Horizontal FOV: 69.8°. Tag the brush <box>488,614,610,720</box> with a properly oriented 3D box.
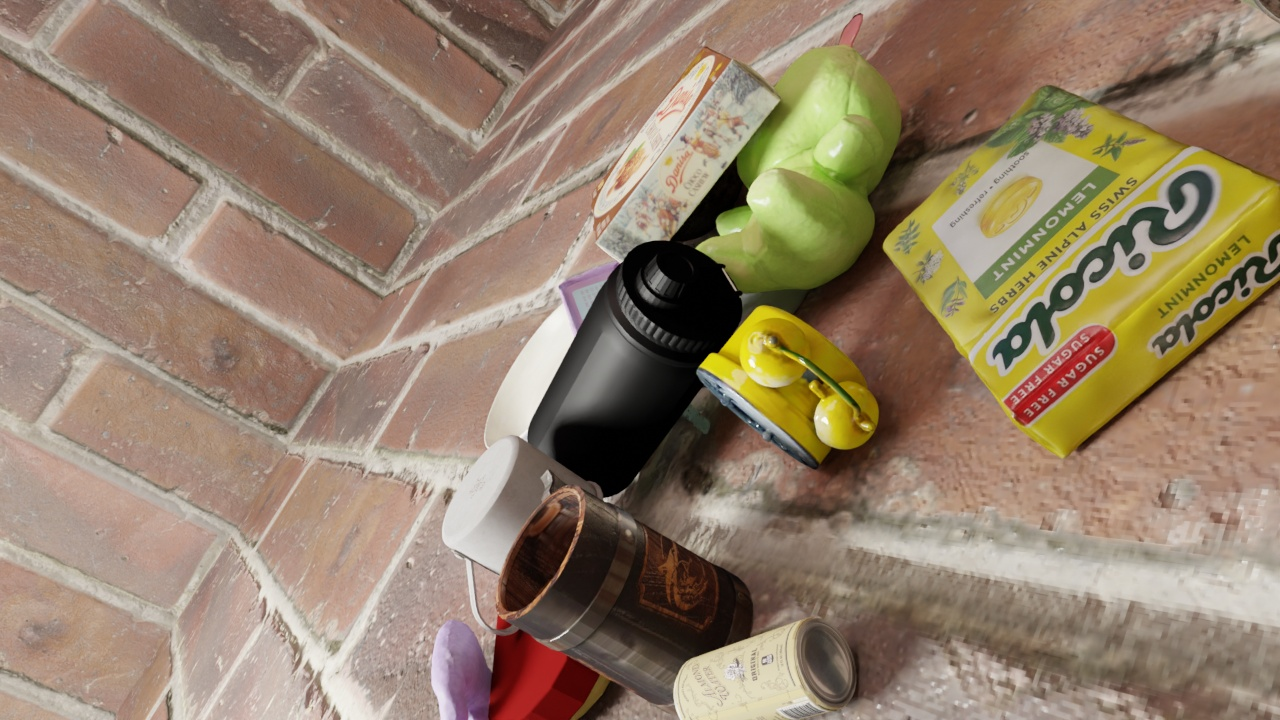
[{"bbox_3d":[-0.053,0.165,0.593,0.082,0.042,0.173,-47,23,20],"label":"brush"}]

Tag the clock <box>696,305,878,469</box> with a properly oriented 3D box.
[{"bbox_3d":[0.078,0.014,0.478,0.057,0.083,0.119,-50,7,-4],"label":"clock"}]

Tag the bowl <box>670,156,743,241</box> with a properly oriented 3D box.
[{"bbox_3d":[0.056,-0.156,0.805,0.121,0.056,0.121,-55,23,37],"label":"bowl"}]

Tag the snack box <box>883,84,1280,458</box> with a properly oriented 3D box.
[{"bbox_3d":[0.183,-0.055,0.411,0.121,0.045,0.180,-47,23,20],"label":"snack box"}]

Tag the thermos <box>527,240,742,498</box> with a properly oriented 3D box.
[{"bbox_3d":[-0.003,0.003,0.589,0.199,0.086,0.085,122,167,-46],"label":"thermos"}]

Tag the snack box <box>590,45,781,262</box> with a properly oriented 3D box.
[{"bbox_3d":[0.024,-0.145,0.640,0.147,0.041,0.143,-51,17,16],"label":"snack box"}]

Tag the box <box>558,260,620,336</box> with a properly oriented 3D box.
[{"bbox_3d":[-0.024,-0.068,0.756,0.090,0.091,0.214,-18,25,-3],"label":"box"}]

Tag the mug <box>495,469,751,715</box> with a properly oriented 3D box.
[{"bbox_3d":[-0.012,0.115,0.488,0.080,0.107,0.115,-49,22,15],"label":"mug"}]

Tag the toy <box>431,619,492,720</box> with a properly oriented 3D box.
[{"bbox_3d":[-0.108,0.216,0.575,0.036,0.100,0.080,-16,24,-2],"label":"toy"}]

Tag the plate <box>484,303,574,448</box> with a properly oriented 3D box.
[{"bbox_3d":[-0.085,0.016,0.888,0.183,0.034,0.182,-45,24,25],"label":"plate"}]

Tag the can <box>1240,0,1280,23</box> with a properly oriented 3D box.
[{"bbox_3d":[0.267,-0.186,0.364,0.090,0.090,0.074,-44,23,26],"label":"can"}]

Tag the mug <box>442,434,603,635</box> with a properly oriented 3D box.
[{"bbox_3d":[-0.081,0.110,0.576,0.084,0.070,0.113,-12,45,60],"label":"mug"}]

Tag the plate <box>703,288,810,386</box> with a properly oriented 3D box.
[{"bbox_3d":[0.074,-0.058,0.690,0.179,0.012,0.178,-45,24,25],"label":"plate"}]

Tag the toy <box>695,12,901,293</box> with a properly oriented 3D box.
[{"bbox_3d":[0.111,-0.125,0.602,0.196,0.107,0.150,-58,7,-32],"label":"toy"}]

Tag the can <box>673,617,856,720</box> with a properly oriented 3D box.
[{"bbox_3d":[0.053,0.143,0.407,0.080,0.038,0.038,-36,29,41],"label":"can"}]

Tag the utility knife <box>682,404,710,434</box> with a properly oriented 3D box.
[{"bbox_3d":[0.020,0.028,0.673,0.022,0.015,0.167,-54,20,4],"label":"utility knife"}]
